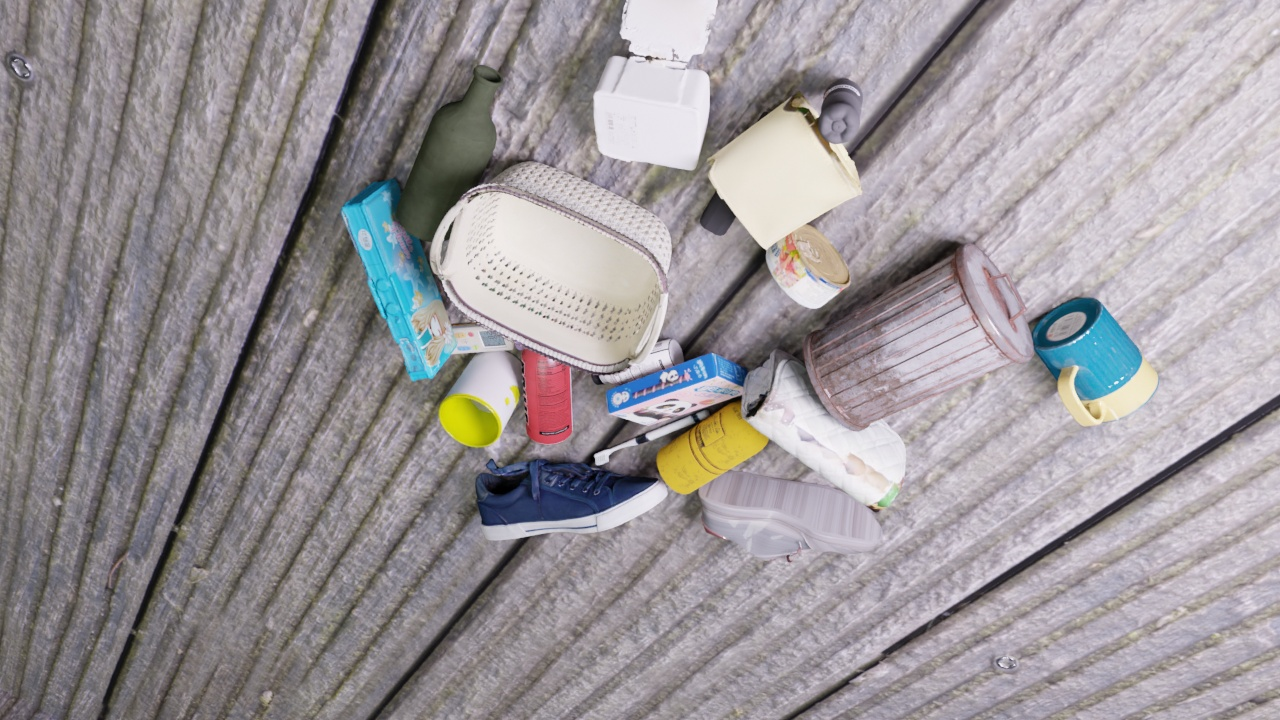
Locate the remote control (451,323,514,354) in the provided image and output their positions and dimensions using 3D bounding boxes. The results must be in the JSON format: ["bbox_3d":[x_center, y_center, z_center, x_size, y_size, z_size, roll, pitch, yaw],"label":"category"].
[{"bbox_3d":[-0.220,-0.028,1.175,0.126,0.018,0.038,-4,124,18],"label":"remote control"}]

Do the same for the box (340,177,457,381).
[{"bbox_3d":[-0.281,-0.094,1.085,0.039,0.094,0.227,-7,118,17],"label":"box"}]

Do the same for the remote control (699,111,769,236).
[{"bbox_3d":[0.108,-0.193,0.956,0.033,0.015,0.147,28,128,-5],"label":"remote control"}]

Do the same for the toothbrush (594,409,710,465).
[{"bbox_3d":[0.013,0.102,1.200,0.187,0.017,0.012,-25,146,30],"label":"toothbrush"}]

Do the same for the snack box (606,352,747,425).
[{"bbox_3d":[0.046,0.037,1.104,0.154,0.033,0.088,-21,156,29],"label":"snack box"}]

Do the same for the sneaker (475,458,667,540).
[{"bbox_3d":[-0.107,0.167,1.244,0.295,0.120,0.127,-10,102,27],"label":"sneaker"}]

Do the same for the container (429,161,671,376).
[{"bbox_3d":[-0.084,-0.105,0.999,0.251,0.142,0.185,24,127,-1],"label":"container"}]

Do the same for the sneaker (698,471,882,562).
[{"bbox_3d":[0.187,0.216,1.183,0.236,0.099,0.090,13,127,17],"label":"sneaker"}]

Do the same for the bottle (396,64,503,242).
[{"bbox_3d":[-0.201,-0.223,0.992,0.071,0.071,0.207,31,128,-6],"label":"bottle"}]

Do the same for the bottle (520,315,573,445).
[{"bbox_3d":[-0.118,0.022,1.152,0.062,0.062,0.177,9,127,11],"label":"bottle"}]

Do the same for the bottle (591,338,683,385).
[{"bbox_3d":[-0.007,0.007,1.121,0.116,0.041,0.041,-15,119,26],"label":"bottle"}]

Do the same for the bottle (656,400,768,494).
[{"bbox_3d":[0.100,0.101,1.137,0.071,0.070,0.164,43,126,-15],"label":"bottle"}]

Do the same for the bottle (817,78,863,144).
[{"bbox_3d":[0.185,-0.234,0.842,0.036,0.109,0.036,8,127,11],"label":"bottle"}]

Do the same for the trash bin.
[{"bbox_3d":[0.292,-0.022,0.954,0.212,0.130,0.131,-31,112,34],"label":"trash bin"}]

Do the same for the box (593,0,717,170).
[{"bbox_3d":[0.016,-0.274,0.882,0.111,0.101,0.189,12,133,6],"label":"box"}]

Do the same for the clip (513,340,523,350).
[{"bbox_3d":[-0.154,-0.039,1.143,0.013,0.033,0.051,-10,121,24],"label":"clip"}]

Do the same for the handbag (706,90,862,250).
[{"bbox_3d":[0.142,-0.186,0.898,0.119,0.081,0.111,-30,121,25],"label":"handbag"}]

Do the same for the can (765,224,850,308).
[{"bbox_3d":[0.175,-0.099,0.959,0.086,0.086,0.043,39,126,-13],"label":"can"}]

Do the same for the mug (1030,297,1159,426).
[{"bbox_3d":[0.458,0.009,0.936,0.107,0.113,0.083,47,147,-17],"label":"mug"}]

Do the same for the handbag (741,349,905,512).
[{"bbox_3d":[0.209,0.073,1.044,0.195,0.138,0.073,34,120,-10],"label":"handbag"}]

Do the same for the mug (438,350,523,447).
[{"bbox_3d":[-0.198,0.046,1.166,0.082,0.105,0.083,8,127,11],"label":"mug"}]
